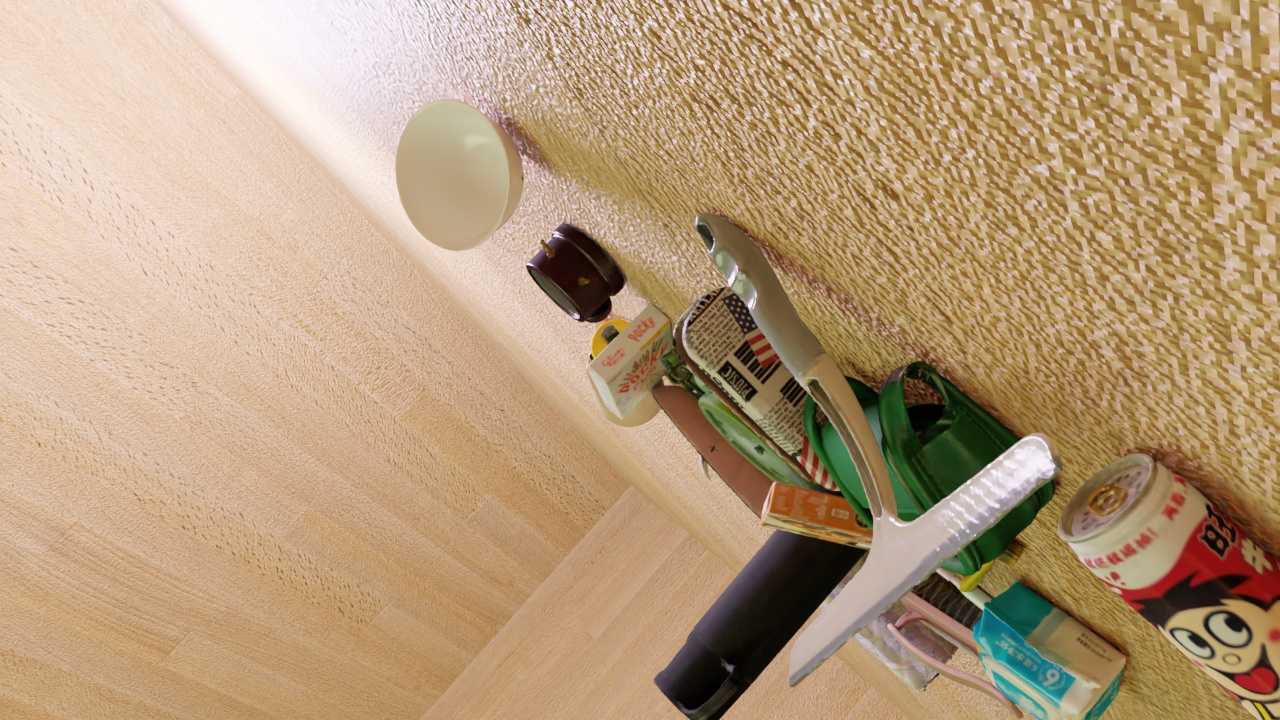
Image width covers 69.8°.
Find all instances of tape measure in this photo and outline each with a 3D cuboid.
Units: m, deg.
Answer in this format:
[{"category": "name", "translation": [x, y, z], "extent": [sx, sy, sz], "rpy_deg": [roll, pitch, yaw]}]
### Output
[{"category": "tape measure", "translation": [-0.025, -0.015, 0.979], "extent": [0.057, 0.060, 0.029], "rpy_deg": [46, 174, 15]}]

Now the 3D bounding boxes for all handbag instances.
[{"category": "handbag", "translation": [0.158, 0.055, 0.522], "extent": [0.120, 0.068, 0.131], "rpy_deg": [52, 172, -5]}, {"category": "handbag", "translation": [0.240, 0.248, 0.961], "extent": [0.194, 0.076, 0.134], "rpy_deg": [38, -167, 22]}]

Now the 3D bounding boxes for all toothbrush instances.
[{"category": "toothbrush", "translation": [0.293, 0.208, 0.779], "extent": [0.189, 0.029, 0.020], "rpy_deg": [38, -148, 21]}, {"category": "toothbrush", "translation": [0.260, 0.157, 0.688], "extent": [0.016, 0.015, 0.190], "rpy_deg": [32, 168, 21]}]

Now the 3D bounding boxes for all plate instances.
[{"category": "plate", "translation": [0.089, 0.093, 0.977], "extent": [0.192, 0.039, 0.192], "rpy_deg": [48, -178, -3]}]

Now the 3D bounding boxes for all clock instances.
[{"category": "clock", "translation": [-0.060, -0.076, 0.853], "extent": [0.082, 0.055, 0.122], "rpy_deg": [41, 168, 10]}, {"category": "clock", "translation": [0.098, 0.041, 0.715], "extent": [0.116, 0.056, 0.161], "rpy_deg": [31, 166, 49]}]

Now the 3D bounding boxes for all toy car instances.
[{"category": "toy car", "translation": [0.059, 0.022, 0.857], "extent": [0.091, 0.036, 0.043], "rpy_deg": [43, 170, 4]}]

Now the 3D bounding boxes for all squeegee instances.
[{"category": "squeegee", "translation": [0.089, 0.012, 0.484], "extent": [0.247, 0.039, 0.246], "rpy_deg": [113, 141, -50]}]

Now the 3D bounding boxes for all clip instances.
[{"category": "clip", "translation": [0.081, 0.094, 1.112], "extent": [0.034, 0.060, 0.097], "rpy_deg": [52, 179, -41]}]

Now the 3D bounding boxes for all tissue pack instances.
[{"category": "tissue pack", "translation": [0.301, 0.228, 0.685], "extent": [0.090, 0.063, 0.140], "rpy_deg": [36, 169, 37]}]

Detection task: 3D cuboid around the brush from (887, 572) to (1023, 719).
[{"category": "brush", "translation": [0.294, 0.254, 0.818], "extent": [0.146, 0.073, 0.063], "rpy_deg": [30, 164, 48]}]

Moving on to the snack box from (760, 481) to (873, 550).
[{"category": "snack box", "translation": [0.169, 0.124, 0.683], "extent": [0.154, 0.026, 0.075], "rpy_deg": [12, 164, 8]}]

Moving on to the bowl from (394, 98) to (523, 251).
[{"category": "bowl", "translation": [-0.135, -0.152, 0.748], "extent": [0.118, 0.118, 0.064], "rpy_deg": [40, -150, 15]}]

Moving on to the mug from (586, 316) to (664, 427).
[{"category": "mug", "translation": [-0.023, 0.006, 1.050], "extent": [0.103, 0.084, 0.124], "rpy_deg": [76, 173, -72]}]

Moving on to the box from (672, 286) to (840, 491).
[{"category": "box", "translation": [0.096, 0.018, 0.603], "extent": [0.163, 0.075, 0.077], "rpy_deg": [45, 178, -6]}]

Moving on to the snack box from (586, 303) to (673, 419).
[{"category": "snack box", "translation": [-0.005, 0.005, 0.903], "extent": [0.027, 0.084, 0.157], "rpy_deg": [42, 171, 13]}]

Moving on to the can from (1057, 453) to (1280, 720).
[{"category": "can", "translation": [0.241, 0.100, 0.379], "extent": [0.133, 0.053, 0.053], "rpy_deg": [42, 171, 3]}]

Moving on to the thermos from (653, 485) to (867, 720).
[{"category": "thermos", "translation": [0.116, 0.191, 0.742], "extent": [0.068, 0.242, 0.090], "rpy_deg": [44, 170, -9]}]
